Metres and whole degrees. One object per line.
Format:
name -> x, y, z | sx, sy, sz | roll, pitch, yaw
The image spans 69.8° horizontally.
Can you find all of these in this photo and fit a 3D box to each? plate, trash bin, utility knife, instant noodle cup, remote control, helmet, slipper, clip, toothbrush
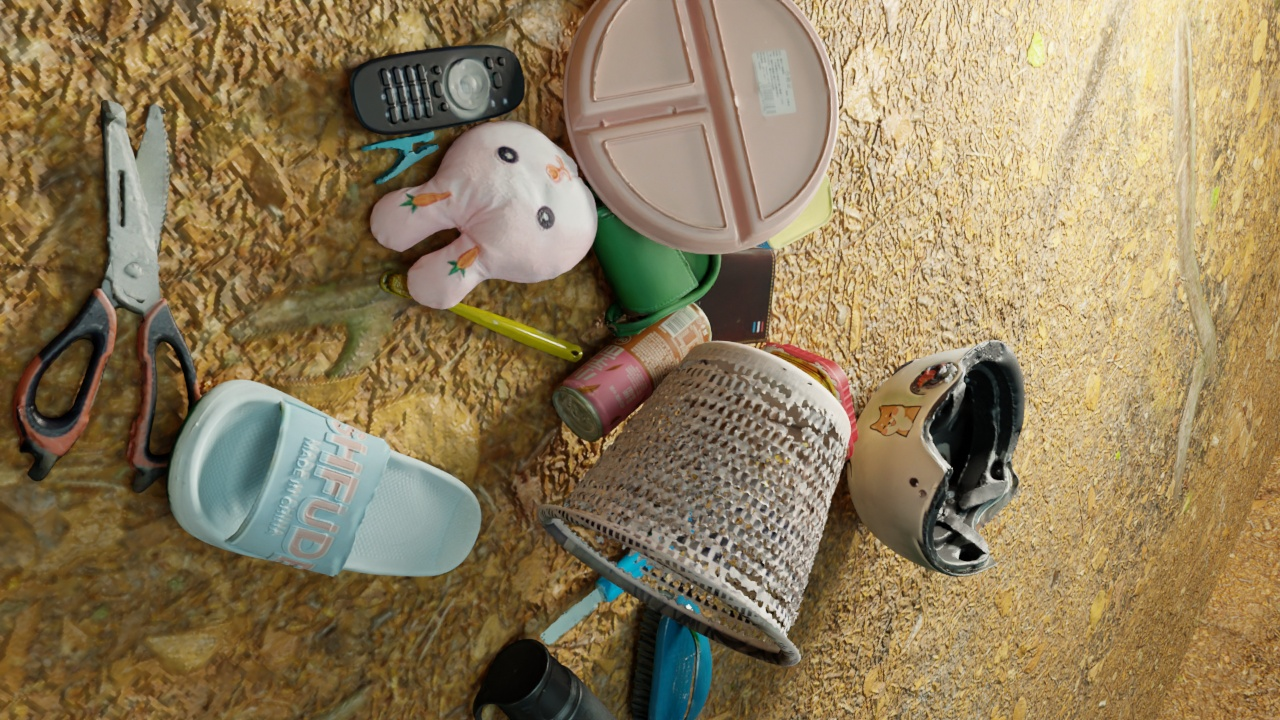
plate -> 0.054, -0.198, 0.706 | 0.229, 0.028, 0.229 | 0, 90, -18
trash bin -> 0.061, 0.101, 0.729 | 0.227, 0.228, 0.191 | 48, 64, -39
utility knife -> -0.014, 0.191, 0.829 | 0.215, 0.018, 0.034 | -31, 125, -44
instant noodle cup -> 0.130, 0.060, 0.895 | 0.123, 0.116, 0.116 | -30, 121, -22
remote control -> -0.139, -0.186, 0.628 | 0.136, 0.024, 0.053 | -23, 112, -39
helmet -> 0.330, 0.106, 1.060 | 0.230, 0.157, 0.273 | 48, 56, -39
slipper -> -0.194, 0.096, 0.609 | 0.245, 0.074, 0.104 | 32, 78, -47
clip -> -0.162, -0.142, 0.624 | 0.055, 0.013, 0.038 | -36, 124, -33
toothbrush -> -0.113, -0.030, 0.697 | 0.190, 0.017, 0.015 | 23, 85, -44

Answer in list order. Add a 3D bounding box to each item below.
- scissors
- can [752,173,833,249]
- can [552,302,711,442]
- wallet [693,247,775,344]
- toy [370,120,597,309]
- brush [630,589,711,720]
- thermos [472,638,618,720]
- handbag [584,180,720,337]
scissors -> -0.300, -0.032, 0.518 | 0.203, 0.015, 0.203 | -46, 128, -26
can -> 0.114, -0.140, 0.840 | 0.101, 0.083, 0.057 | -30, 120, -35
can -> -0.005, 0.005, 0.781 | 0.147, 0.058, 0.058 | -40, 125, -30
wallet -> 0.080, -0.059, 0.876 | 0.122, 0.020, 0.096 | -8, 106, -40
toy -> -0.105, -0.102, 0.651 | 0.159, 0.054, 0.121 | -35, 96, -26
brush -> 0.034, 0.296, 0.881 | 0.055, 0.074, 0.144 | -4, 102, -48
thermos -> -0.060, 0.343, 0.817 | 0.090, 0.068, 0.242 | -33, 124, 0
handbag -> -0.003, -0.100, 0.758 | 0.120, 0.068, 0.131 | -39, 126, -21
